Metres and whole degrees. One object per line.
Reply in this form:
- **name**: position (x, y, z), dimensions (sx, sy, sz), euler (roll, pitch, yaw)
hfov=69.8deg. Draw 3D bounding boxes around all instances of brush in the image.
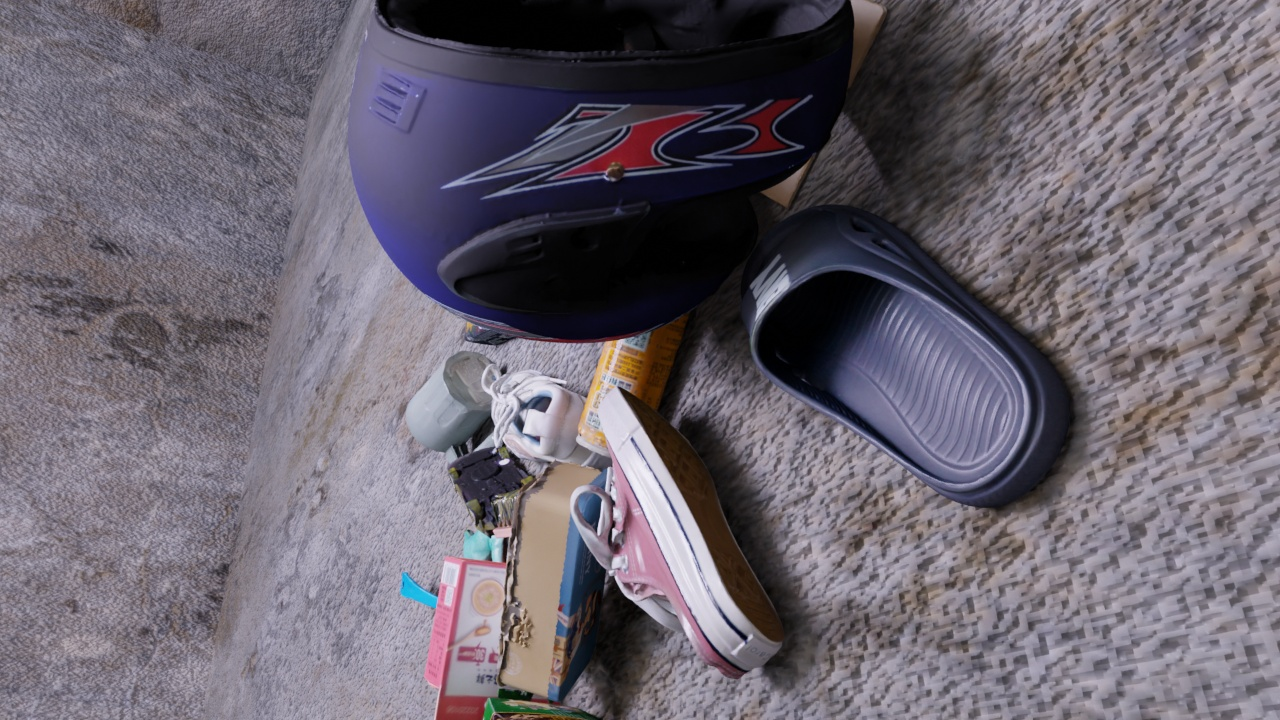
- **brush**: position (-0.070, 0.138, 0.800), dimensions (0.146, 0.063, 0.073), euler (-19, 90, 53)
- **brush**: position (-0.212, 0.262, 0.988), dimensions (0.255, 0.045, 0.083), euler (-1, 82, 54)

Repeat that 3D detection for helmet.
- **helmet**: position (-0.029, -0.131, 0.615), dimensions (0.246, 0.315, 0.241), euler (-88, -3, -47)

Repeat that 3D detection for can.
- **can**: position (-0.004, 0.004, 0.741), dimensions (0.058, 0.058, 0.146), euler (29, 102, 60)

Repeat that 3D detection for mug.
- **mug**: position (-0.203, 0.064, 1.053), dimensions (0.104, 0.083, 0.124), euler (-42, 69, 43)

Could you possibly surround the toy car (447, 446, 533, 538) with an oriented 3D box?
- **toy car**: position (-0.149, 0.129, 0.931), dimensions (0.158, 0.070, 0.042), euler (37, 144, 60)

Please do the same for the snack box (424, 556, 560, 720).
- **snack box**: position (-0.117, 0.236, 0.775), dimensions (0.044, 0.113, 0.127), euler (-9, 69, 57)

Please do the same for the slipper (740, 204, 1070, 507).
- **slipper**: position (0.118, -0.022, 0.518), dimensions (0.111, 0.083, 0.268), euler (-63, 33, 18)

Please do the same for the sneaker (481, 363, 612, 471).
- **sneaker**: position (-0.111, 0.053, 0.872), dimensions (0.242, 0.090, 0.089), euler (11, 86, 62)

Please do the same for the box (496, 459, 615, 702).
- **box**: position (-0.062, 0.160, 0.701), dimensions (0.089, 0.059, 0.184), euler (-40, -39, -68)

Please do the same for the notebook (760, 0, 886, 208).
- **notebook**: position (0.066, -0.224, 0.688), dimensions (0.208, 0.008, 0.148), euler (38, 113, 32)

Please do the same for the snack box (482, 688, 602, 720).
- **snack box**: position (-0.078, 0.315, 0.689), dimensions (0.106, 0.118, 0.117), euler (175, 108, -72)

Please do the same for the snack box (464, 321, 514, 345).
- **snack box**: position (-0.157, -0.087, 1.064), dimensions (0.113, 0.053, 0.125), euler (-15, 69, 57)

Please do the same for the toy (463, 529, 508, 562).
- **toy**: position (-0.158, 0.194, 0.953), dimensions (0.092, 0.030, 0.096), euler (-56, 40, 34)

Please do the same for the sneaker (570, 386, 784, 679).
- **sneaker**: position (0.009, 0.117, 0.625), dimensions (0.088, 0.118, 0.241), euler (-41, 45, 13)
